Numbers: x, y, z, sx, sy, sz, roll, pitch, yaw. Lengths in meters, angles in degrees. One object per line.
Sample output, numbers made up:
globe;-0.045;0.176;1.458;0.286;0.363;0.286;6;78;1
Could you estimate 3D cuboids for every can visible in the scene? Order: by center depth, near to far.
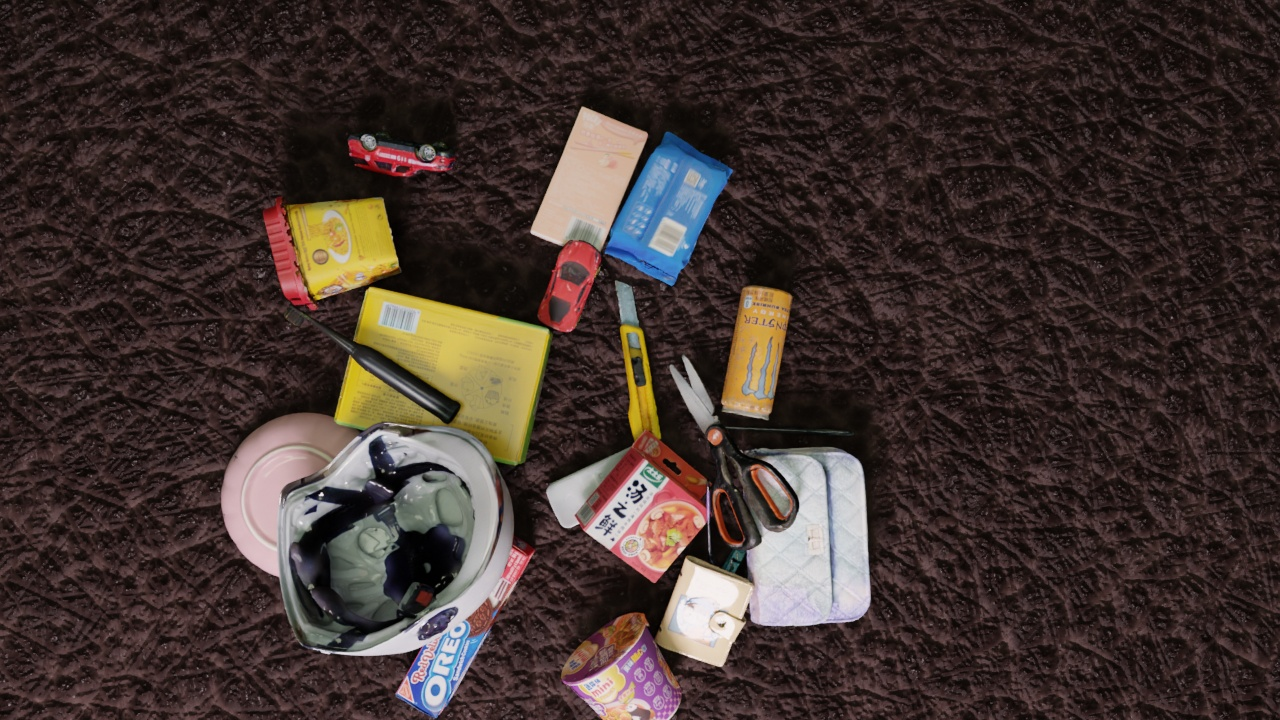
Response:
can;0.131;-0.009;1.037;0.058;0.058;0.146;11;88;0

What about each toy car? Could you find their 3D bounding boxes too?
toy car;-0.081;-0.085;1.041;0.049;0.031;0.106;23;104;-1
toy car;-0.271;-0.233;1.044;0.120;0.052;0.045;9;109;6

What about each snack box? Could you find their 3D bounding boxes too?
snack box;0.011;0.162;1.018;0.113;0.044;0.127;40;88;-22
snack box;-0.194;0.290;1.024;0.057;0.058;0.207;30;88;3
snack box;-0.215;0.019;1.026;0.210;0.070;0.157;13;88;0
snack box;-0.059;-0.203;1.057;0.084;0.026;0.157;22;88;0

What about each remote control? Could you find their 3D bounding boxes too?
remote control;-0.038;0.141;1.048;0.136;0.020;0.056;-25;89;-4

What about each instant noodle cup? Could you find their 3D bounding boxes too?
instant noodle cup;-0.014;0.350;1.003;0.111;0.111;0.099;-35;95;-2
instant noodle cup;-0.336;-0.125;1.015;0.123;0.116;0.116;-14;88;-12

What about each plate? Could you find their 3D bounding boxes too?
plate;-0.382;0.155;1.035;0.192;0.039;0.192;0;88;-1

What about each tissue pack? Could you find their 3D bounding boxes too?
tissue pack;0.032;-0.173;1.045;0.095;0.052;0.157;27;88;-2

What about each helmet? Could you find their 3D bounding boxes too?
helmet;-0.236;0.193;0.952;0.258;0.146;0.229;-29;59;1

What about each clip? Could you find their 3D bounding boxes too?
clip;0.105;0.231;1.047;0.014;0.040;0.056;30;84;-2

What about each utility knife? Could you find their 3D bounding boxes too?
utility knife;-0.006;0.006;1.049;0.033;0.015;0.206;-8;81;-8

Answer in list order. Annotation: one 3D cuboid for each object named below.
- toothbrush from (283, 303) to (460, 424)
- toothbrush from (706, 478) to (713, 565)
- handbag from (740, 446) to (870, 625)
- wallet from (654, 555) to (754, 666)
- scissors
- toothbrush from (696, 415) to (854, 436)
toothbrush;-0.288;0.001;0.978;0.212;0.026;0.027;32;83;1
toothbrush;0.080;0.220;1.024;0.017;0.014;0.189;0;106;8
handbag;0.183;0.192;1.021;0.134;0.075;0.194;-4;87;5
wallet;0.074;0.282;1.024;0.087;0.024;0.115;22;107;9
scissors;0.080;0.105;1.018;0.234;0.021;0.163;39;112;27
toothbrush;0.156;0.077;1.056;0.181;0.016;0.018;5;79;0
